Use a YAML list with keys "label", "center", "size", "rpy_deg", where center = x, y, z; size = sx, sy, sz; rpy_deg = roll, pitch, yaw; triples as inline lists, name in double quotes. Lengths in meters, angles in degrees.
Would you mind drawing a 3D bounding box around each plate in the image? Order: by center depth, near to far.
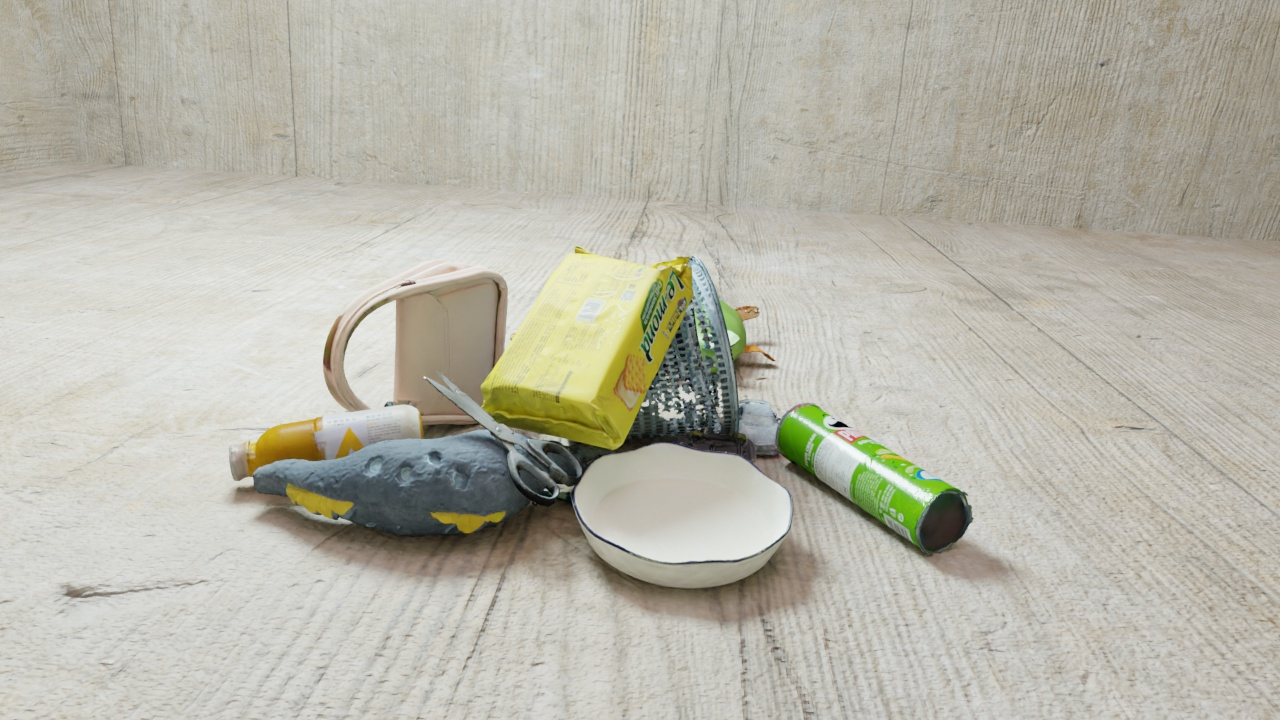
- label: "plate"
  center: [0.038, 0.144, 0.862]
  size: [0.205, 0.046, 0.204]
  rpy_deg: [3, 23, -1]

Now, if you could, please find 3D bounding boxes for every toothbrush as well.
- label: "toothbrush"
  center: [-0.063, 0.138, 0.933]
  size: [0.192, 0.018, 0.016]
  rpy_deg: [9, 20, 16]

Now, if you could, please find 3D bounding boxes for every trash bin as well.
- label: "trash bin"
  center: [-0.006, 0.006, 1.082]
  size: [0.195, 0.227, 0.226]
  rpy_deg: [-12, 20, -4]

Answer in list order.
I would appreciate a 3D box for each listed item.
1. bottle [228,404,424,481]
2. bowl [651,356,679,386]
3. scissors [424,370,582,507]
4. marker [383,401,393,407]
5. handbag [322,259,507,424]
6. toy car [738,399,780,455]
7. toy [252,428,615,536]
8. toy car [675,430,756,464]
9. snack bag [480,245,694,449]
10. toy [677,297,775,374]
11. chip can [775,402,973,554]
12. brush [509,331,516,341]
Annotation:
- label: "bottle"
  center: [-0.319, 0.090, 0.942]
  size: [0.189, 0.068, 0.068]
  rpy_deg: [-8, 21, -15]
- label: "bowl"
  center: [0.003, -0.006, 1.319]
  size: [0.113, 0.062, 0.113]
  rpy_deg: [3, 20, -1]
- label: "scissors"
  center: [-0.126, 0.066, 0.860]
  size: [0.145, 0.014, 0.172]
  rpy_deg: [4, 43, -31]
- label: "marker"
  center: [-0.283, 0.076, 1.082]
  size: [0.022, 0.018, 0.131]
  rpy_deg: [5, 15, -27]
- label: "handbag"
  center: [-0.261, -0.012, 1.060]
  size: [0.093, 0.193, 0.233]
  rpy_deg: [12, 16, 32]
- label: "toy car"
  center: [0.143, 0.080, 1.121]
  size: [0.054, 0.037, 0.120]
  rpy_deg: [4, 21, 0]
- label: "toy"
  center: [-0.187, 0.113, 0.875]
  size: [0.356, 0.091, 0.138]
  rpy_deg: [-3, 10, -14]
- label: "toy car"
  center: [0.083, 0.104, 1.024]
  size: [0.090, 0.042, 0.035]
  rpy_deg: [2, -26, 0]
- label: "snack bag"
  center: [-0.054, -0.024, 0.953]
  size: [0.158, 0.068, 0.245]
  rpy_deg: [9, 55, 26]
- label: "toy"
  center: [0.103, -0.046, 1.417]
  size: [0.227, 0.090, 0.246]
  rpy_deg: [16, 23, 4]
- label: "chip can"
  center: [0.236, 0.118, 0.964]
  size: [0.072, 0.072, 0.236]
  rpy_deg: [-6, 21, -26]
- label: "brush"
  center: [-0.146, 0.005, 1.217]
  size: [0.083, 0.046, 0.254]
  rpy_deg: [1, 16, -2]
